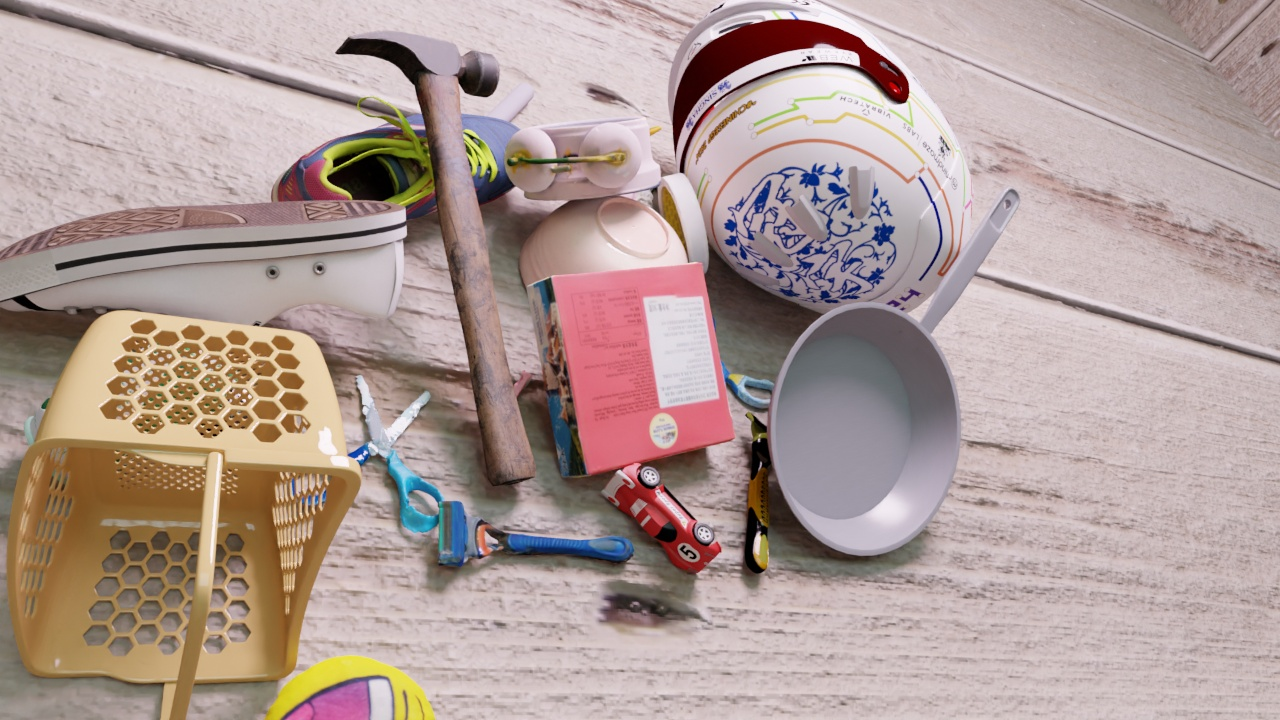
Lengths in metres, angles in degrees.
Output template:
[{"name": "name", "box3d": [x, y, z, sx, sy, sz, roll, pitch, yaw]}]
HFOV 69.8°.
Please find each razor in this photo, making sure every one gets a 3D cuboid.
[{"name": "razor", "box3d": [0.094, 0.104, 0.721, 0.044, 0.021, 0.143, 39, 38, -25]}, {"name": "razor", "box3d": [-0.067, 0.122, 0.606, 0.140, 0.018, 0.043, 12, 54, -28]}]

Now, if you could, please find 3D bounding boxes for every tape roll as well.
[{"name": "tape roll", "box3d": [0.038, -0.122, 0.832, 0.019, 0.094, 0.094, -16, 59, -8]}]

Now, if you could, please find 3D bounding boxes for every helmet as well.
[{"name": "helmet", "box3d": [0.156, -0.175, 0.845, 0.314, 0.232, 0.235, 35, 43, -17]}]

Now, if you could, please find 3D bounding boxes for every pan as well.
[{"name": "pan", "box3d": [0.221, -0.007, 0.762, 0.200, 0.051, 0.355, 42, 70, -22]}]

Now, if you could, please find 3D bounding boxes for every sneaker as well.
[{"name": "sneaker", "box3d": [-0.271, -0.044, 0.583, 0.245, 0.097, 0.091, -8, 22, -19]}, {"name": "sneaker", "box3d": [-0.162, -0.149, 0.721, 0.241, 0.091, 0.116, -31, 97, -43]}]

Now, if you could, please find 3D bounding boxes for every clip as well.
[{"name": "clip", "box3d": [-0.096, 0.024, 0.673, 0.045, 0.023, 0.059, 10, 45, -26]}]

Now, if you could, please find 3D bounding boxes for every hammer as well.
[{"name": "hammer", "box3d": [-0.129, -0.075, 0.642, 0.119, 0.033, 0.330, -4, 76, -41]}]

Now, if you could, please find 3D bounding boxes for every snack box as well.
[{"name": "snack box", "box3d": [-0.004, 0.004, 0.688, 0.142, 0.040, 0.145, -9, 88, -38]}]

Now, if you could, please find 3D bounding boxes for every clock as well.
[{"name": "clock", "box3d": [-0.047, -0.166, 0.754, 0.117, 0.059, 0.157, -1, 17, 15]}]

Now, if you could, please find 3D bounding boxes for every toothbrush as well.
[{"name": "toothbrush", "box3d": [-0.144, -0.213, 0.849, 0.019, 0.018, 0.187, 28, 43, -1]}]

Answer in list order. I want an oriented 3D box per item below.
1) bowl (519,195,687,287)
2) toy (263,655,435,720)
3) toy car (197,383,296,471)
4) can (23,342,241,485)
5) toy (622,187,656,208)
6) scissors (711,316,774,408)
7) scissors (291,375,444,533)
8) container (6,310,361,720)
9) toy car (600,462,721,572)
[{"name": "bowl", "box3d": [-0.019, -0.088, 0.778, 0.153, 0.076, 0.152, 17, 45, -19]}, {"name": "toy", "box3d": [-0.149, 0.199, 0.469, 0.094, 0.041, 0.095, 13, 50, -18]}, {"name": "toy car", "box3d": [-0.246, 0.032, 0.556, 0.091, 0.036, 0.042, 39, 43, 3]}, {"name": "can", "box3d": [-0.276, 0.025, 0.505, 0.101, 0.053, 0.053, -30, 70, -11]}, {"name": "toy", "box3d": [-0.031, -0.170, 0.871, 0.109, 0.041, 0.095, 13, 48, -15]}, {"name": "scissors", "box3d": [0.068, 0.009, 0.796, 0.130, 0.014, 0.125, 19, 44, -14]}, {"name": "scissors", "box3d": [-0.178, 0.057, 0.595, 0.118, 0.014, 0.129, -2, 53, -33]}, {"name": "container", "box3d": [-0.212, 0.091, 0.420, 0.129, 0.184, 0.166, 8, 43, -28]}, {"name": "toy car", "box3d": [0.015, 0.113, 0.650, 0.089, 0.038, 0.025, 46, 47, 11]}]
